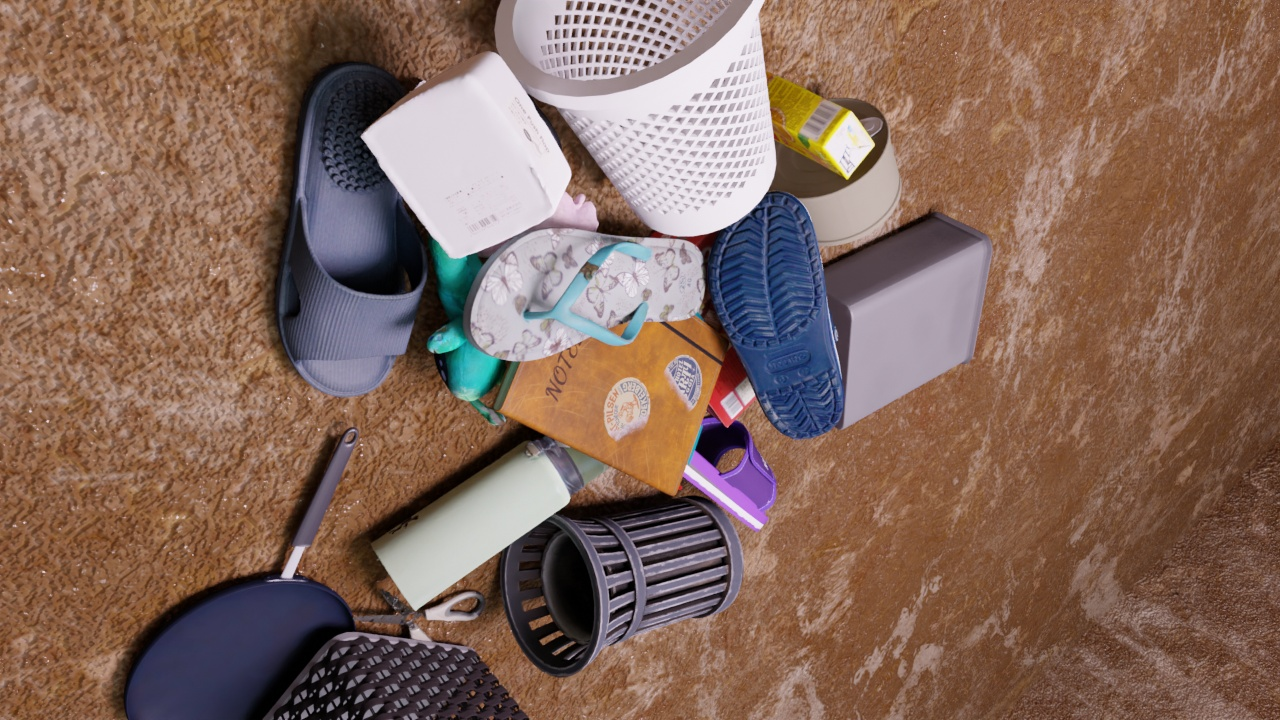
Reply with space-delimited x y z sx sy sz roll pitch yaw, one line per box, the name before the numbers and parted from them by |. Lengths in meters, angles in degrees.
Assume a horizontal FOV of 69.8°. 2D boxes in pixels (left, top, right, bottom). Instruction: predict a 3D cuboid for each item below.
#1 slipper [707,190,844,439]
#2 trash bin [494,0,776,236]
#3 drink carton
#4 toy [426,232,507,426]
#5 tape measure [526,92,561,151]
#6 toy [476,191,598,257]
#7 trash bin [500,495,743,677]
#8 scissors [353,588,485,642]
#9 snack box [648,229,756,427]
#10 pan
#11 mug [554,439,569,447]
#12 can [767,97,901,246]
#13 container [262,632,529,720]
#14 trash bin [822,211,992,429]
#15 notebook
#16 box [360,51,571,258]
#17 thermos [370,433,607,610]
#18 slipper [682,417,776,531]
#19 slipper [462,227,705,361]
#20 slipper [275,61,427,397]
slipper | 0.132 -0.043 0.885 0.105 0.095 0.253 -12 113 12
trash bin | 0.020 -0.208 0.707 0.195 0.195 0.199 -44 147 -7
drink carton | 0.139 -0.215 0.823 0.043 0.134 0.058 -52 140 6
toy | -0.132 -0.034 0.724 0.072 0.130 0.194 -1 129 2
tape measure | -0.092 -0.174 0.707 0.042 0.072 0.071 -45 109 -12
toy | -0.091 -0.117 0.767 0.109 0.047 0.064 -2 117 -26
trash bin | -0.011 0.230 0.997 0.227 0.164 0.164 -3 120 -43
scissors | -0.225 0.271 0.940 0.157 0.012 0.162 -13 130 -42
snack box | 0.069 -0.040 0.941 0.113 0.060 0.236 -44 137 -6
pan | -0.323 0.209 0.817 0.198 0.021 0.357 14 110 -44
mug | -0.058 0.019 0.858 0.073 0.105 0.089 -18 104 14
can | 0.183 -0.182 0.889 0.127 0.128 0.073 -44 139 -6
container | -0.224 0.435 0.872 0.247 0.243 0.245 -51 144 4
trash bin | 0.300 -0.047 1.104 0.219 0.097 0.192 -25 132 -23
notebook | -0.007 0.005 0.817 0.249 0.014 0.178 32 74 -44
box | -0.116 -0.152 0.641 0.129 0.136 0.108 -20 117 26
thermos | -0.139 0.138 0.881 0.231 0.082 0.082 -33 135 -17
slipper | 0.086 0.102 1.029 0.084 0.107 0.266 -50 133 0
slipper | -0.023 -0.061 0.737 0.268 0.055 0.098 -16 107 -46
slipper | -0.206 -0.078 0.672 0.101 0.082 0.264 -9 122 -35
